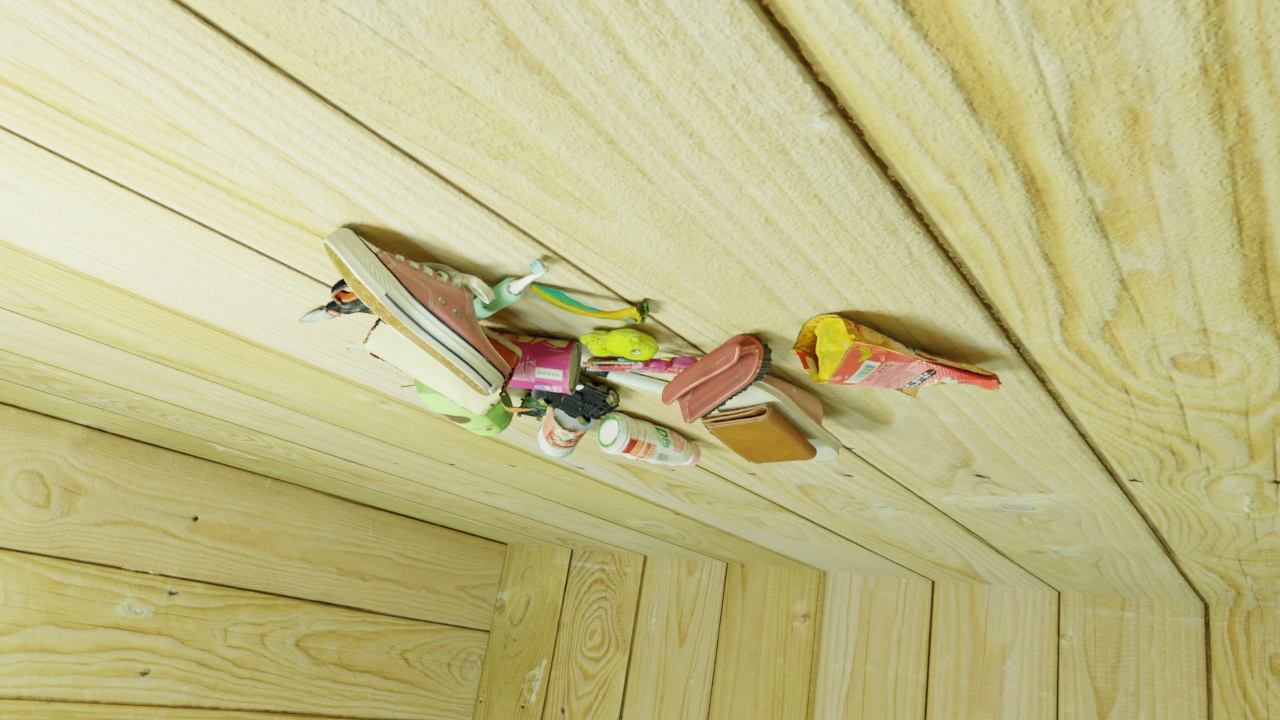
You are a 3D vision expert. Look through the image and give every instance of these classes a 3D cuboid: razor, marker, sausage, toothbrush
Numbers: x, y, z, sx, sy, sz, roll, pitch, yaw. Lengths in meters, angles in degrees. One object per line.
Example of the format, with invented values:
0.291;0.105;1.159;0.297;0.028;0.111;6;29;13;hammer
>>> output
-0.057;-0.062;1.006;0.132;0.028;0.043;13;166;-4;razor
-0.014;0.024;1.261;0.130;0.018;0.023;15;152;-15;marker
-0.007;0.007;1.200;0.156;0.020;0.020;2;161;22;sausage
-0.154;-0.073;1.018;0.027;0.026;0.225;54;148;-11;toothbrush

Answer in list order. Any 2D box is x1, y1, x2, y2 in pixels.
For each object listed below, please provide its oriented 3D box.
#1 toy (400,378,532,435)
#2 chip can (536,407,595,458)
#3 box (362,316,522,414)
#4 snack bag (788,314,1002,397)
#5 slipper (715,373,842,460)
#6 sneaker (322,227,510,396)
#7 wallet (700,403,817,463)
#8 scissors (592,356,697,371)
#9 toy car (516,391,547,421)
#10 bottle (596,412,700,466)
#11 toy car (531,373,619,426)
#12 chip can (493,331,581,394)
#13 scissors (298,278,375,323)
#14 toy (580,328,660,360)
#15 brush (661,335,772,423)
-0.260;0.048;1.345;0.227;0.089;0.247;14;161;24;toy
-0.121;0.105;1.479;0.071;0.071;0.215;12;161;-9;chip can
-0.235;-0.006;1.077;0.168;0.079;0.092;32;140;-14;box
0.273;0.007;0.995;0.207;0.073;0.129;13;167;-28;snack bag
0.181;0.065;1.222;0.114;0.054;0.274;-11;147;41;slipper
-0.225;-0.066;0.983;0.241;0.087;0.118;43;162;-18;sneaker
0.150;0.102;1.205;0.119;0.035;0.130;-8;148;37;wallet
0.005;0.004;1.137;0.133;0.017;0.125;0;-173;8;scissors
-0.171;0.073;1.462;0.043;0.036;0.091;12;161;-11;toy car
0.020;0.137;1.522;0.196;0.068;0.068;19;161;-40;bottle
-0.092;0.048;1.316;0.070;0.042;0.158;-34;143;22;toy car
-0.185;-0.003;1.179;0.210;0.071;0.071;7;162;7;chip can
-0.372;-0.060;1.180;0.136;0.021;0.236;16;161;-20;scissors
-0.022;-0.020;1.107;0.100;0.031;0.097;9;167;14;toy
0.089;0.018;1.075;0.069;0.063;0.146;5;150;-40;brush
